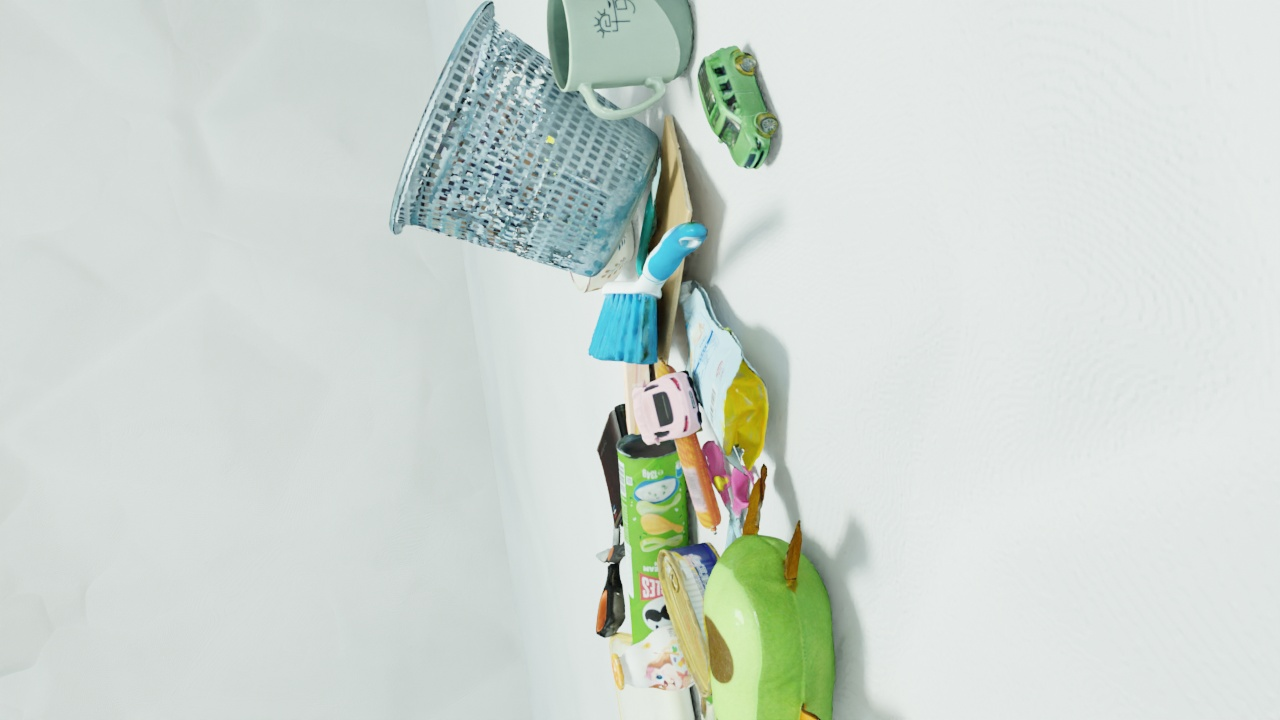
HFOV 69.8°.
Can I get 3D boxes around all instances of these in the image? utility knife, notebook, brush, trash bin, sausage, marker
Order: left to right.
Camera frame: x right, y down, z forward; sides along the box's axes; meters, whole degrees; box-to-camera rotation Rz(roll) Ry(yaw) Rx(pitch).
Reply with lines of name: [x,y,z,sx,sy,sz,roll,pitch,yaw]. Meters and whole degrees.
trash bin: [-0.098,-0.183,0.854,0.226,0.195,0.226,-158,91,-79]
marker: [-0.008,0.115,1.095,0.022,0.020,0.132,73,-177,-74]
brush: [0.003,-0.048,0.769,0.314,0.060,0.109,-162,79,-79]
utility knife: [0.009,-0.128,0.853,0.210,0.013,0.029,103,168,-70]
notebook: [0.022,-0.096,0.842,0.208,0.008,0.147,98,169,-45]
sausage: [0.042,0.075,0.816,0.021,0.021,0.165,130,125,-70]

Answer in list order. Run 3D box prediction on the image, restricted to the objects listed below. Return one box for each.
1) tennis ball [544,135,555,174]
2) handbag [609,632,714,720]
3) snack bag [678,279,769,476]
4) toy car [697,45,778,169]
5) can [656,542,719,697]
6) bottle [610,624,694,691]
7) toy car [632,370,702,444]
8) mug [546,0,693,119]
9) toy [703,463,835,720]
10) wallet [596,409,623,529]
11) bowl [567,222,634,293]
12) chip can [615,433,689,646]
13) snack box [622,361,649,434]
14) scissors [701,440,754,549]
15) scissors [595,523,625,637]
tennis ball: [-0.090,-0.252,1.101,0.065,0.065,0.065,171,91,-75]
handbag: [0.039,0.388,1.034,0.179,0.063,0.163,-16,83,60]
snack bag: [0.060,0.007,0.755,0.191,0.039,0.110,-114,13,-65]
toy car: [0.067,-0.177,0.644,0.043,0.036,0.091,115,139,-62]
can: [0.061,0.240,0.865,0.075,0.049,0.148,97,158,-44]
bottle: [0.027,0.295,0.907,0.063,0.108,0.063,170,91,-76]
toy car: [0.018,0.043,0.781,0.123,0.037,0.056,152,106,-68]
mug: [-0.015,-0.254,0.754,0.082,0.106,0.111,157,104,-73]
toy: [0.092,0.210,0.667,0.227,0.090,0.247,-135,41,-75]
wallet: [-0.029,0.138,1.167,0.097,0.020,0.122,116,145,-48]
bowl: [-0.043,-0.134,1.007,0.113,0.062,0.113,169,90,-75]
chip can: [0.017,0.195,0.953,0.072,0.072,0.236,-141,45,-68]
snack box: [-0.006,0.006,0.984,0.084,0.026,0.157,-103,8,-72]
scissors: [0.083,0.130,0.795,0.129,0.017,0.133,134,121,-67]
scissors: [-0.024,0.250,1.157,0.220,0.021,0.223,-79,17,-47]
